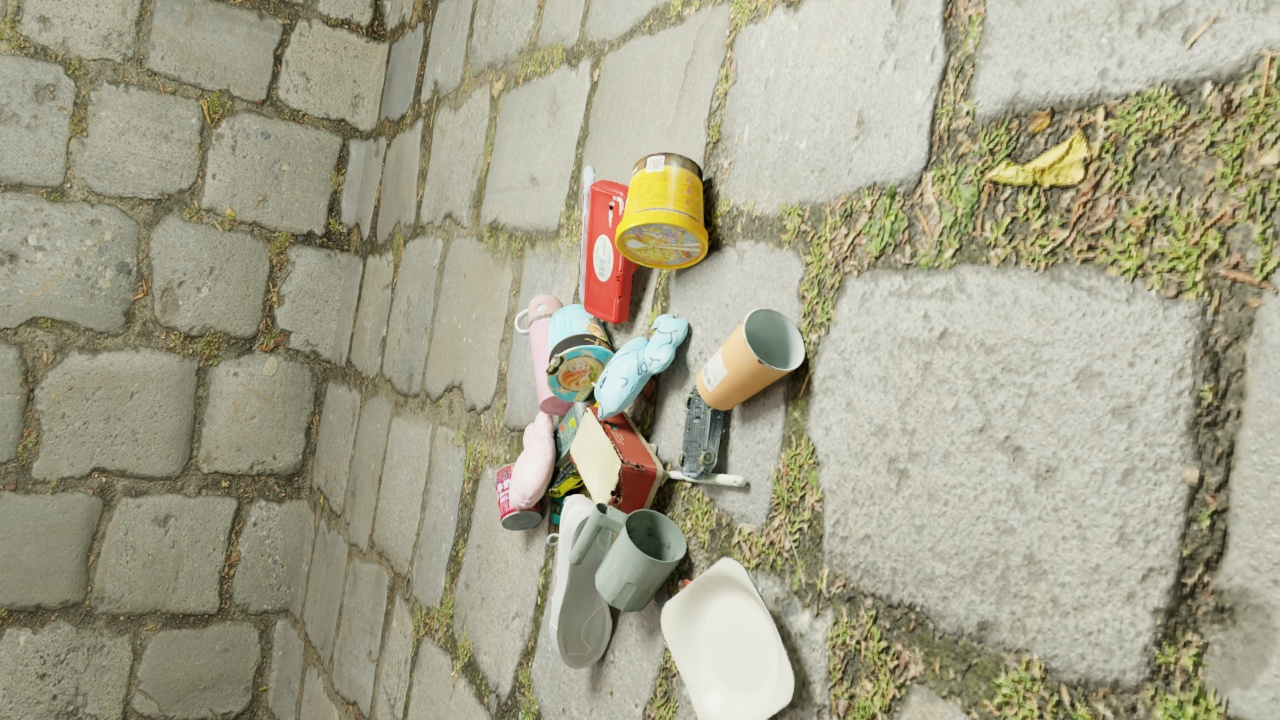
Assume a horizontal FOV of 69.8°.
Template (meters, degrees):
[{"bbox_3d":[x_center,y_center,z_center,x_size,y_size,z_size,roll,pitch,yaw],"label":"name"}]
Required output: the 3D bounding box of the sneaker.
[{"bbox_3d":[-0.088,0.295,1.237,0.091,0.089,0.242,33,122,58],"label":"sneaker"}]

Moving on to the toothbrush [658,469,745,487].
[{"bbox_3d":[0.067,0.144,1.116,0.190,0.020,0.029,-7,104,58],"label":"toothbrush"}]

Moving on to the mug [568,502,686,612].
[{"bbox_3d":[-0.019,0.241,1.139,0.104,0.124,0.083,-62,2,31],"label":"mug"}]

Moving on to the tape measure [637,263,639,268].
[{"bbox_3d":[-0.022,-0.161,1.342,0.057,0.028,0.060,-4,78,59],"label":"tape measure"}]

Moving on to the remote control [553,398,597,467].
[{"bbox_3d":[-0.103,0.105,1.409,0.135,0.019,0.056,-52,40,38],"label":"remote control"}]

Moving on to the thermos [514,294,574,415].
[{"bbox_3d":[-0.150,-0.010,1.461,0.067,0.087,0.198,63,-168,-58],"label":"thermos"}]

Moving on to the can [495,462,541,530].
[{"bbox_3d":[-0.199,0.221,1.491,0.067,0.066,0.093,-50,42,40],"label":"can"}]

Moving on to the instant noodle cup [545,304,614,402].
[{"bbox_3d":[-0.091,-0.019,1.351,0.111,0.111,0.120,-57,30,33],"label":"instant noodle cup"}]

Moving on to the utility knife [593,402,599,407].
[{"bbox_3d":[-0.049,0.058,1.321,0.033,0.015,0.154,38,117,16],"label":"utility knife"}]

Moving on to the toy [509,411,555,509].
[{"bbox_3d":[-0.165,0.155,1.427,0.122,0.054,0.159,-45,31,48],"label":"toy"}]

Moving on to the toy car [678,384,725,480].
[{"bbox_3d":[0.076,0.083,1.097,0.054,0.036,0.120,-9,67,56],"label":"toy car"}]

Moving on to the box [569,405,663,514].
[{"bbox_3d":[-0.043,0.133,1.214,0.091,0.077,0.168,-69,27,18],"label":"box"}]

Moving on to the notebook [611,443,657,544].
[{"bbox_3d":[-0.033,0.213,1.272,0.150,0.012,0.211,2,84,60],"label":"notebook"}]

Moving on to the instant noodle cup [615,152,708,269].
[{"bbox_3d":[0.031,-0.196,1.186,0.119,0.118,0.114,-28,51,53],"label":"instant noodle cup"}]

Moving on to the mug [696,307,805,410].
[{"bbox_3d":[0.116,0.005,1.024,0.123,0.078,0.078,-46,44,50],"label":"mug"}]

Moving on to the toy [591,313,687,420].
[{"bbox_3d":[-0.007,0.007,1.218,0.157,0.050,0.161,-17,42,52],"label":"toy"}]

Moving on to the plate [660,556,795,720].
[{"bbox_3d":[0.098,0.308,0.982,0.165,0.034,0.163,-48,55,38],"label":"plate"}]

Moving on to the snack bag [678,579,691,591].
[{"bbox_3d":[0.081,0.268,1.053,0.104,0.026,0.048,-29,68,53],"label":"snack bag"}]

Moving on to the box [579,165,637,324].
[{"bbox_3d":[-0.059,-0.166,1.316,0.160,0.065,0.201,40,133,50],"label":"box"}]

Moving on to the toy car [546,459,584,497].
[{"bbox_3d":[-0.101,0.171,1.366,0.105,0.032,0.048,-40,21,37],"label":"toy car"}]

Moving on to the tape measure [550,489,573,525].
[{"bbox_3d":[-0.120,0.223,1.399,0.055,0.025,0.058,-4,79,60],"label":"tape measure"}]
